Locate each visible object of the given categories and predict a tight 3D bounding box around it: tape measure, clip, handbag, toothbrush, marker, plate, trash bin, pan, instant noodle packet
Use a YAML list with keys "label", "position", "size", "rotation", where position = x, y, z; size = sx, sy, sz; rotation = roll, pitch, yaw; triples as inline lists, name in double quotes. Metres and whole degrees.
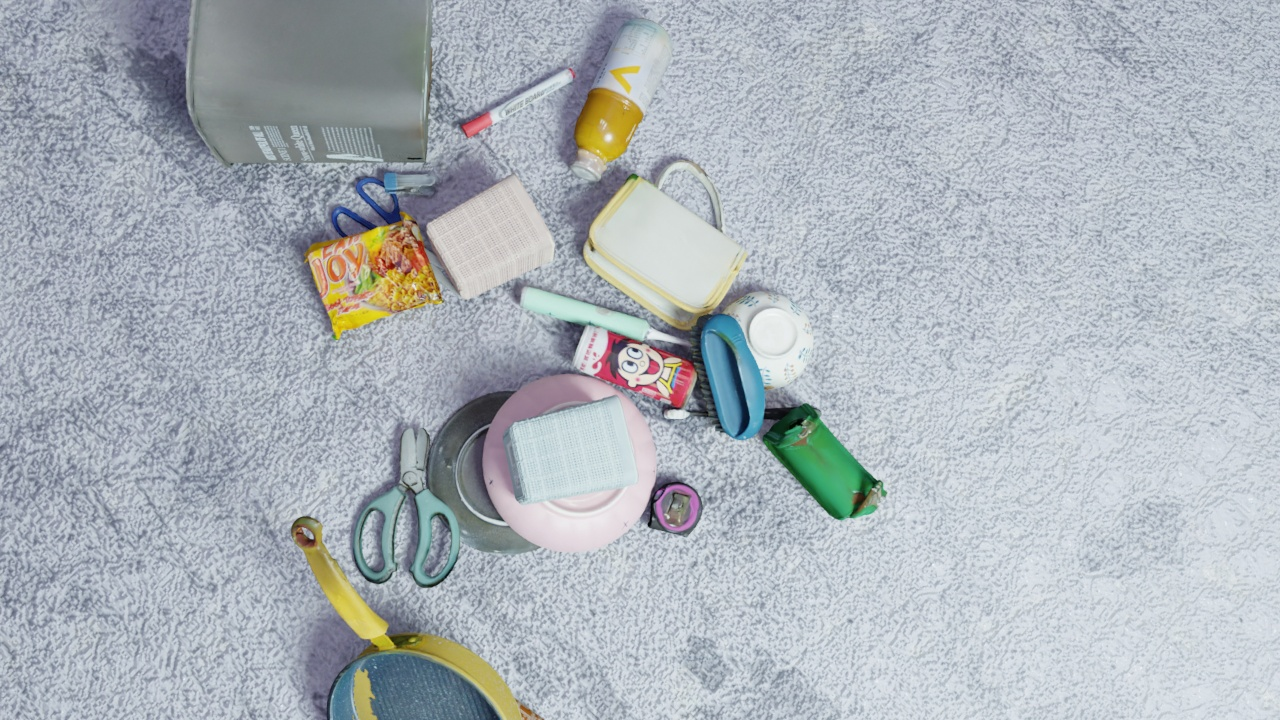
- label: "tape measure"
  position: [0.039, 0.161, 0.996]
  size: [0.057, 0.039, 0.057]
  rotation: [17, 81, -3]
- label: "clip"
  position: [-0.258, -0.197, 1.026]
  size: [0.057, 0.032, 0.025]
  rotation: [-2, 60, -13]
- label: "handbag"
  position: [0.040, -0.141, 1.037]
  size: [0.163, 0.063, 0.178]
  rotation: [34, 65, 0]
- label: "toothbrush"
  position: [-0.026, -0.041, 1.025]
  size: [0.224, 0.027, 0.026]
  rotation: [16, 39, -3]
- label: "handbag"
  position: [0.200, 0.109, 0.979]
  size: [0.068, 0.120, 0.131]
  rotation: [-41, 89, -4]
- label: "marker"
  position: [-0.140, -0.297, 1.056]
  size: [0.145, 0.017, 0.017]
  rotation: [-31, 86, -9]
- label: "plate"
  position: [-0.142, 0.121, 0.994]
  size: [0.179, 0.024, 0.179]
  rotation: [1, 82, -5]
- label: "plate"
  position: [-0.069, 0.106, 0.974]
  size: [0.192, 0.039, 0.192]
  rotation: [4, 77, -17]
- label: "toothbrush"
  position: [0.116, 0.060, 1.031]
  size: [0.181, 0.018, 0.015]
  rotation: [0, 86, -7]
- label: "trash bin"
  position: [-0.333, -0.304, 0.959]
  size: [0.219, 0.199, 0.198]
  rotation: [4, 83, -12]
- label: "pan"
  position: [-0.235, 0.289, 0.860]
  size: [0.198, 0.078, 0.357]
  rotation: [-11, 106, 18]
- label: "instant noodle packet"
  position: [-0.291, -0.093, 0.994]
  size: [0.128, 0.044, 0.110]
  rotation: [-19, 89, -2]

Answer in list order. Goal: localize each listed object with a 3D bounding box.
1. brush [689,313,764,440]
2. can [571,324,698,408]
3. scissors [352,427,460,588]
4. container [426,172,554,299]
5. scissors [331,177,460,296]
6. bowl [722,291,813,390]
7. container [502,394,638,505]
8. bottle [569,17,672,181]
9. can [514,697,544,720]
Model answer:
- label: "brush"
  position: [0.099, 0.019, 0.971]
  size: [0.055, 0.074, 0.144]
  rotation: [-25, 109, -26]
- label: "can"
  position: [-0.006, 0.006, 1.007]
  size: [0.133, 0.053, 0.053]
  rotation: [21, 80, -2]
- label: "scissors"
  position: [-0.259, 0.154, 0.975]
  size: [0.143, 0.019, 0.180]
  rotation: [-8, 84, 4]
- label: "container"
  position: [-0.163, -0.129, 0.991]
  size: [0.111, 0.090, 0.090]
  rotation: [-30, 86, -11]
- label: "scissors"
  position: [-0.259, -0.141, 1.026]
  size: [0.172, 0.012, 0.132]
  rotation: [9, 81, -6]
- label: "bowl"
  position: [0.142, -0.025, 1.022]
  size: [0.113, 0.062, 0.113]
  rotation: [1, 82, -7]
- label: "container"
  position: [-0.073, 0.093, 0.908]
  size: [0.111, 0.090, 0.090]
  rotation: [-12, 82, -17]
- label: "bottle"
  position: [-0.026, -0.293, 1.040]
  size: [0.068, 0.068, 0.189]
  rotation: [24, 80, -2]
- label: "can"
  position: [-0.169, 0.354, 0.941]
  size: [0.147, 0.058, 0.058]
  rotation: [36, 80, 1]
